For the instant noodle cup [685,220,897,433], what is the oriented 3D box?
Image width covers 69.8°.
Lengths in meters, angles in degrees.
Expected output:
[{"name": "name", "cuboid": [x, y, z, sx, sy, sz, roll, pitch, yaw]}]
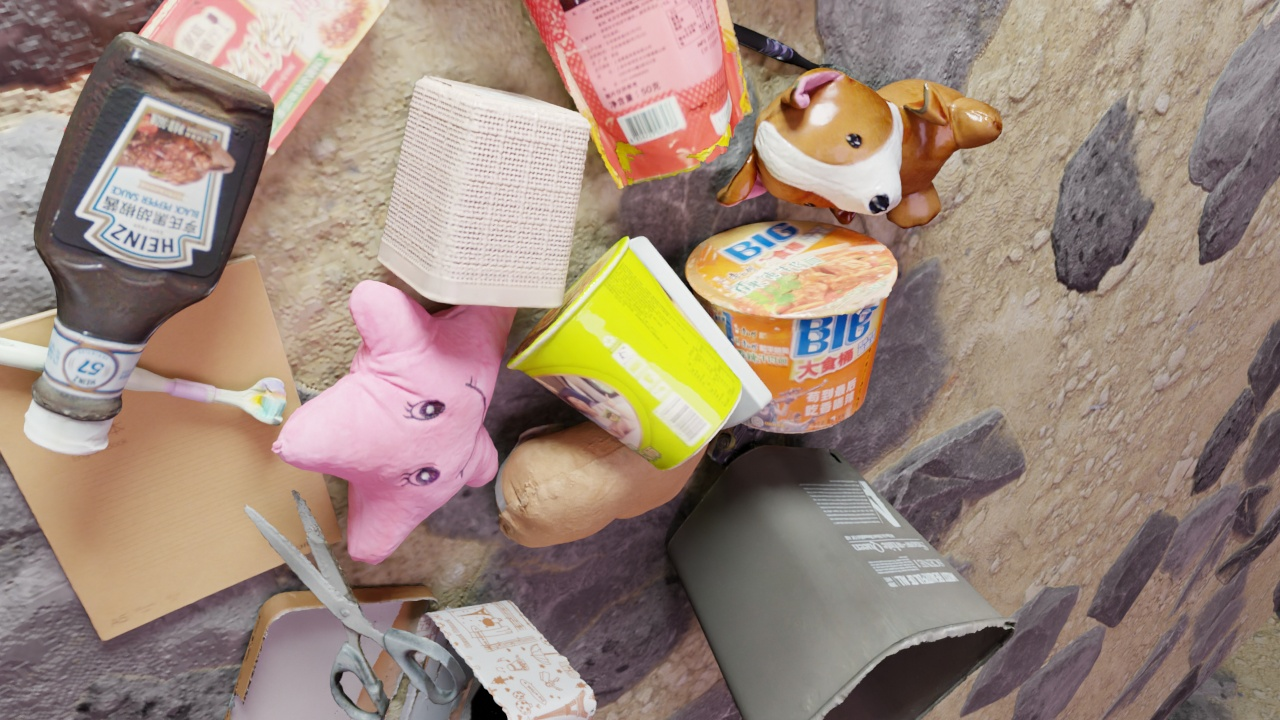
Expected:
[{"name": "instant noodle cup", "cuboid": [0.111, -0.024, 0.685, 0.151, 0.151, 0.112, -24, 128, -26]}]

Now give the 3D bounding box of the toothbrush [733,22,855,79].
[{"name": "toothbrush", "cuboid": [0.090, -0.222, 0.647, 0.188, 0.017, 0.014, 6, 104, -39]}]

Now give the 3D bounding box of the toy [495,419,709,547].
[{"name": "toy", "cuboid": [-0.003, 0.075, 0.697, 0.225, 0.082, 0.144, -15, 166, -34]}]

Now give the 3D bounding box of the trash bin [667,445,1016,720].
[{"name": "trash bin", "cuboid": [0.156, 0.203, 0.790, 0.198, 0.219, 0.199, 9, 126, -41]}]

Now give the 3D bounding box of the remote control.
[{"name": "remote control", "cuboid": [0.027, -0.016, 0.639, 0.150, 0.058, 0.021, 50, 51, -6]}]

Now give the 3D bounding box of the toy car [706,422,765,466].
[{"name": "toy car", "cuboid": [0.091, 0.050, 0.798, 0.042, 0.035, 0.090, 23, 101, -46]}]

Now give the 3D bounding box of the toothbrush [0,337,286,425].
[{"name": "toothbrush", "cuboid": [-0.277, 0.004, 0.473, 0.189, 0.029, 0.020, 17, 145, -40]}]

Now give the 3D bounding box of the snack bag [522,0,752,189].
[{"name": "snack bag", "cuboid": [-0.005, -0.213, 0.544, 0.128, 0.073, 0.208, -31, 125, -7]}]

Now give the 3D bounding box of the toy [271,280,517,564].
[{"name": "toy", "cuboid": [-0.149, 0.042, 0.568, 0.178, 0.075, 0.195, -14, 123, -50]}]

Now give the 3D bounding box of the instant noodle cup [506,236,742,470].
[{"name": "instant noodle cup", "cuboid": [-0.003, 0.003, 0.589, 0.123, 0.112, 0.111, 43, 85, -10]}]

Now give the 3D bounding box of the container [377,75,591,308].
[{"name": "container", "cuboid": [-0.089, -0.097, 0.529, 0.089, 0.090, 0.111, -1, 113, -38]}]

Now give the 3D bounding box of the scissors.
[{"name": "scissors", "cuboid": [-0.172, 0.156, 0.558, 0.165, 0.014, 0.163, 19, 114, -3]}]

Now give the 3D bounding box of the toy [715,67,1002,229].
[{"name": "toy", "cuboid": [0.163, -0.153, 0.681, 0.199, 0.130, 0.140, 0, 138, -31]}]

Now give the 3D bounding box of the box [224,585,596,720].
[{"name": "box", "cuboid": [-0.164, 0.275, 0.644, 0.205, 0.158, 0.181, 9, 110, -42]}]

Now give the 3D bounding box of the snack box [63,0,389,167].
[{"name": "snack box", "cuboid": [-0.200, -0.146, 0.451, 0.153, 0.025, 0.075, -52, 136, -1]}]

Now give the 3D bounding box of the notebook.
[{"name": "notebook", "cuboid": [-0.269, 0.055, 0.530, 0.149, 0.012, 0.212, -22, 127, -27]}]

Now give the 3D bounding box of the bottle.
[{"name": "bottle", "cuboid": [-0.239, -0.047, 0.429, 0.079, 0.044, 0.195, 17, 105, -42]}]
